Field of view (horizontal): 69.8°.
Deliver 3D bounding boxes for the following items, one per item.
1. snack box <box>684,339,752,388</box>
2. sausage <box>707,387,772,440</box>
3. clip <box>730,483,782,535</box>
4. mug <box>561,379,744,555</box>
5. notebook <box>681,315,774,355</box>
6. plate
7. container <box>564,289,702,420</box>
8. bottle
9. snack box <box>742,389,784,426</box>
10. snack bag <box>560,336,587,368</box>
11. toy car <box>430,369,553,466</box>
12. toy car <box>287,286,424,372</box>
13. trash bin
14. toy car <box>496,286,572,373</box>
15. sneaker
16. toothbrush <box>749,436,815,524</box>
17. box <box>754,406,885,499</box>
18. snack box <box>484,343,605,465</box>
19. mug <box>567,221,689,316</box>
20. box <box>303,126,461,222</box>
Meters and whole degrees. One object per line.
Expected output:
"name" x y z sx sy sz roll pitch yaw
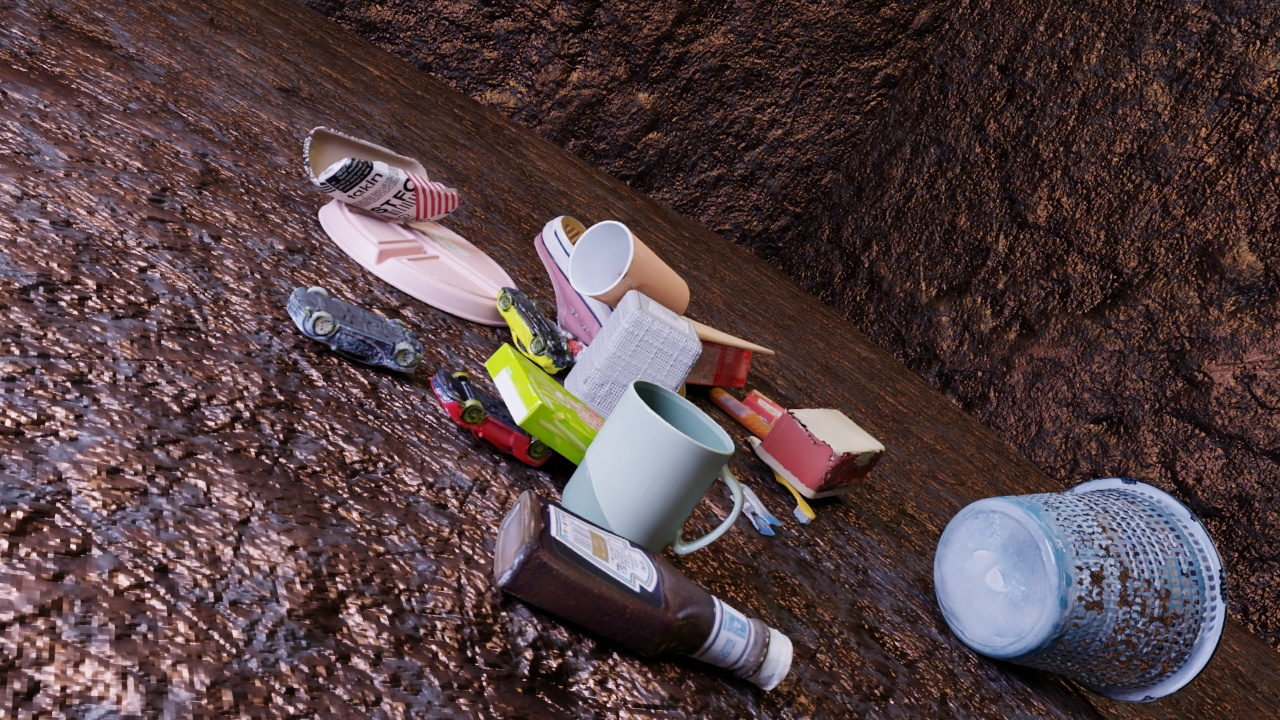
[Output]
"snack box" 0.074 -0.001 1.151 0.057 0.058 0.207 16 4 28
"sausage" 0.147 0.082 1.131 0.165 0.021 0.021 38 15 17
"clip" 0.105 0.139 0.855 0.025 0.036 0.058 15 27 -46
"mug" 0.013 0.087 0.633 0.112 0.106 0.082 35 13 8
"notebook" 0.058 -0.041 1.133 0.150 0.012 0.211 23 8 33
"plate" -0.222 -0.110 0.961 0.229 0.028 0.229 30 14 -8
"container" -0.005 0.005 0.862 0.090 0.114 0.090 29 15 -12
"bottle" 0.006 0.146 0.554 0.195 0.044 0.079 30 14 -17
"snack box" 0.200 0.094 1.199 0.153 0.025 0.075 34 15 7
"snack bag" -0.041 0.011 0.936 0.105 0.045 0.026 33 57 0
"toy car" -0.110 0.042 0.668 0.106 0.031 0.049 37 8 -37
"toy car" -0.208 -0.020 0.670 0.105 0.031 0.049 25 15 -33
"trash bin" 0.411 0.219 0.909 0.195 0.227 0.226 11 23 -27
"toy car" -0.109 -0.030 0.908 0.105 0.032 0.048 54 21 22
"sneaker" -0.044 -0.039 0.998 0.241 0.088 0.118 54 26 -4
"toothbrush" 0.150 0.127 1.003 0.016 0.018 0.191 30 11 -21
"box" 0.211 0.096 1.027 0.091 0.078 0.168 42 18 26
"snack box" -0.048 0.054 0.707 0.156 0.026 0.085 41 6 -39
"mug" -0.006 -0.081 0.930 0.078 0.078 0.122 44 10 38
"box" -0.261 -0.191 0.930 0.162 0.076 0.087 4 59 -57
